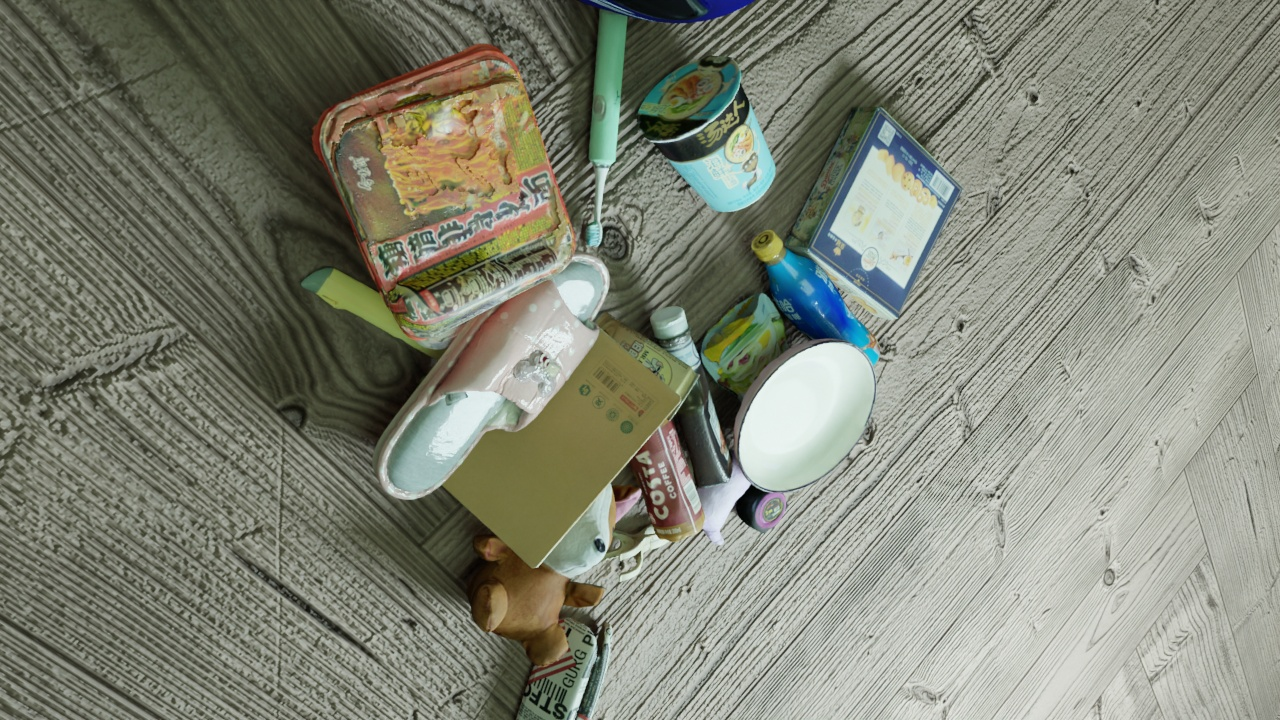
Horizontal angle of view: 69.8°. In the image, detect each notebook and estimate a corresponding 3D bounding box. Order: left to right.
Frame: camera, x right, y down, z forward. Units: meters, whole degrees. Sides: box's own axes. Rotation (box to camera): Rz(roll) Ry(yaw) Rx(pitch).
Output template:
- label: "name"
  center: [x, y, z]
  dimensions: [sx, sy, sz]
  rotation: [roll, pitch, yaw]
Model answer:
- label: "notebook"
  center: [-0.084, 0.066, 0.851]
  dimensions: [0.148, 0.008, 0.207]
  rotation: [40, 87, 8]

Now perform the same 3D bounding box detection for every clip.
- label: "clip"
  center: [-0.002, 0.204, 0.981]
  dimensions: [0.102, 0.094, 0.035]
  rotation: [-5, 107, -20]

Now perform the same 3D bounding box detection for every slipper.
- label: "slipper"
  center: [-0.121, 0.016, 0.797]
  dimensions: [0.274, 0.054, 0.114]
  rotation: [-47, 141, -7]

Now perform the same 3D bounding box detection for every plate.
- label: "plate"
  center: [0.178, 0.058, 1.027]
  dimensions: [0.192, 0.039, 0.193]
  rotation: [-15, 123, -25]

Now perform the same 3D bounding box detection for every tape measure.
- label: "tape measure"
  center: [0.141, 0.170, 1.079]
  dimensions: [0.057, 0.039, 0.058]
  rotation: [-46, 128, -13]

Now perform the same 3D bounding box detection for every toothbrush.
- label: "toothbrush"
  center: [-0.034, -0.219, 0.860]
  dimensions: [0.027, 0.026, 0.225]
  rotation: [-15, 115, -56]

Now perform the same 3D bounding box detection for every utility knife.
- label: "utility knife"
  center: [-0.202, -0.025, 0.813]
  dimensions: [0.205, 0.021, 0.031]
  rotation: [34, 89, -28]

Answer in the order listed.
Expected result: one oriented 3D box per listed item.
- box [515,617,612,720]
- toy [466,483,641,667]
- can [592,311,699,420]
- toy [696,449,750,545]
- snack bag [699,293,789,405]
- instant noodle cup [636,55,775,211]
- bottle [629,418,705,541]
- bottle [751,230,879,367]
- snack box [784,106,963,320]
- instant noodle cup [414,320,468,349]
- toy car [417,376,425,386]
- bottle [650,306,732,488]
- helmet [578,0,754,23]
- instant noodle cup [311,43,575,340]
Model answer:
- label: "box"
  center: [-0.073, 0.358, 0.992]
  dimensions: [0.088, 0.076, 0.162]
  rotation: [18, 91, -59]
- label: "toy"
  center: [-0.085, 0.184, 0.895]
  dimensions: [0.140, 0.131, 0.199]
  rotation: [43, 70, -32]
- label: "can"
  center: [-0.005, 0.005, 0.892]
  dimensions: [0.116, 0.058, 0.058]
  rotation: [33, 84, 2]
- label: "toy"
  center: [0.091, 0.152, 1.041]
  dimensions: [0.084, 0.039, 0.108]
  rotation: [36, 82, -35]
- label: "snack bag"
  center: [0.142, 0.022, 1.038]
  dimensions: [0.110, 0.039, 0.191]
  rotation: [-48, 126, -17]
- label: "instant noodle cup"
  center: [0.073, -0.211, 0.888]
  dimensions: [0.111, 0.111, 0.120]
  rotation: [-51, 131, -10]
- label: "bottle"
  center: [0.017, 0.102, 0.960]
  dimensions: [0.057, 0.057, 0.175]
  rotation: [-27, 109, -24]
- label: "bottle"
  center: [0.193, -0.063, 1.028]
  dimensions: [0.065, 0.065, 0.218]
  rotation: [-52, 123, -10]
- label: "snack box"
  center: [0.273, -0.167, 1.060]
  dimensions: [0.177, 0.046, 0.182]
  rotation: [30, 87, -35]
- label: "instant noodle cup"
  center: [-0.165, -0.111, 0.787]
  dimensions: [0.137, 0.060, 0.173]
  rotation: [-29, 116, -23]
- label: "toy car"
  center: [-0.194, 0.057, 0.831]
  dimensions: [0.043, 0.036, 0.091]
  rotation: [15, 98, -37]
- label: "bottle"
  center: [0.053, 0.037, 0.961]
  dimensions: [0.044, 0.079, 0.195]
  rotation: [-13, 115, 11]
- label: "helmet"
  center: [0.006, -0.402, 0.689]
  dimensions: [0.315, 0.241, 0.247]
  rotation: [20, 82, -33]
- label: "instant noodle cup"
  center: [-0.151, -0.130, 0.706]
  dimensions: [0.164, 0.079, 0.189]
  rotation: [-29, 119, -23]
